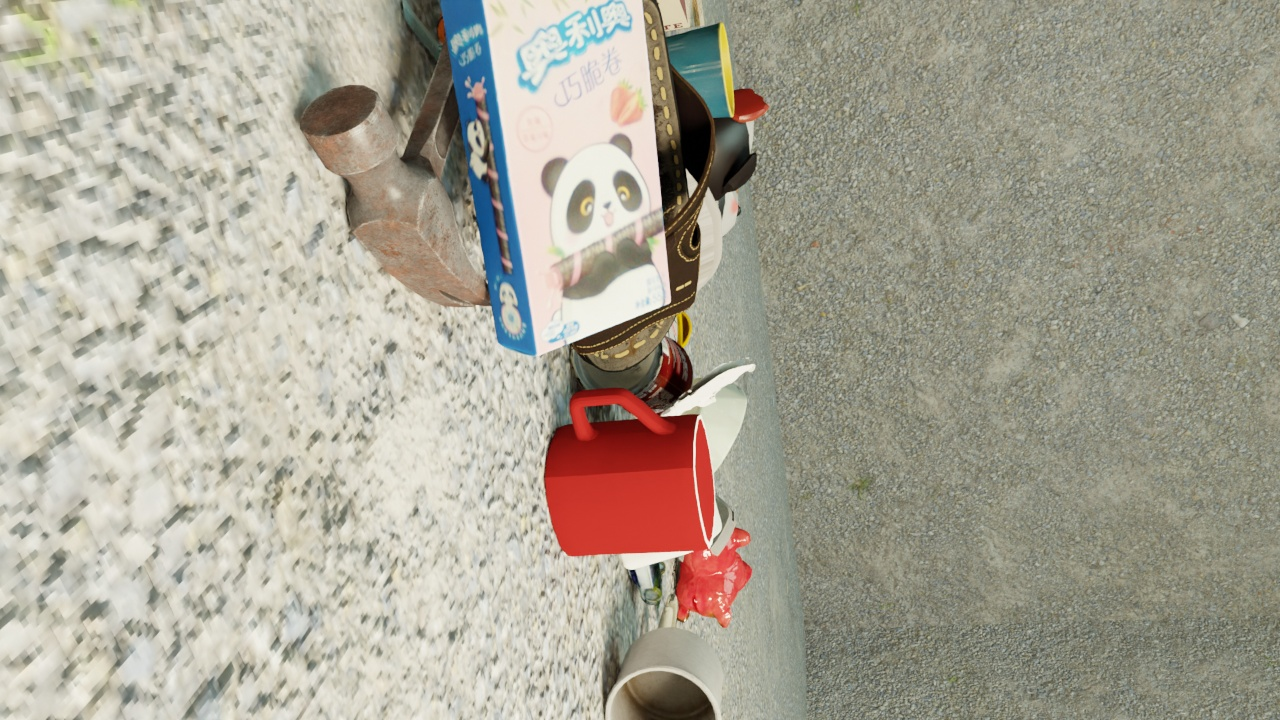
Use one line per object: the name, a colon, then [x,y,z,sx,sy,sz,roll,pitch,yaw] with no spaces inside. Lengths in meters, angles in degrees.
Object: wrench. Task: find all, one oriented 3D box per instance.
wrench: [0.055,0.102,0.966,0.018,0.084,0.272,47,25,-30]

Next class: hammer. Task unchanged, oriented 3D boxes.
hammer: [-0.078,-0.169,0.466,0.138,0.035,0.313,70,24,-53]

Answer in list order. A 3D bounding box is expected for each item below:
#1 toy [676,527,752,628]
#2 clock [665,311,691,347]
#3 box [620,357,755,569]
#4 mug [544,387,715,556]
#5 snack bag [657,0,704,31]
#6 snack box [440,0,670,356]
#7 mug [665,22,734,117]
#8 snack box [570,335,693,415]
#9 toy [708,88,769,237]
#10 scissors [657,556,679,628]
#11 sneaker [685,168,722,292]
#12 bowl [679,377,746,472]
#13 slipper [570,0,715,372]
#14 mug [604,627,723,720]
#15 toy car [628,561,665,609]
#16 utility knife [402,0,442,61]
toy: [0.065,0.211,0.960,0.093,0.088,0.133,-57,130,-44]
clock: [0.013,-0.041,0.868,0.113,0.052,0.152,-79,156,-53]
box: [0.041,0.068,0.712,0.107,0.132,0.151,1,71,-71]
mug: [-0.007,0.069,0.604,0.080,0.097,0.116,-75,156,-58]
snack bag: [-0.007,-0.313,0.782,0.206,0.094,0.070,-66,148,-67]
snack box: [-0.033,-0.088,0.413,0.087,0.033,0.154,-24,117,-38]
mug: [0.015,-0.241,0.789,0.078,0.121,0.078,-4,89,-78]
snack box: [-0.004,0.004,0.712,0.121,0.072,0.072,34,52,-73]
toy: [0.047,-0.194,0.975,0.159,0.140,0.184,44,-26,33]
scissors: [0.025,0.226,0.826,0.171,0.012,0.157,88,14,-49]
sneaker: [-0.013,-0.136,0.611,0.236,0.099,0.089,65,8,-47]
bowl: [0.047,0.065,0.901,0.118,0.061,0.117,-56,-167,20]
slipper: [-0.007,-0.082,0.525,0.075,0.112,0.268,54,-20,36]
mug: [0.015,0.265,0.691,0.070,0.084,0.113,-53,165,-76]
toy car: [0.004,0.170,0.777,0.038,0.027,0.090,-79,162,-56]
utility knife: [-0.091,-0.146,0.499,0.141,0.015,0.022,51,37,-65]
